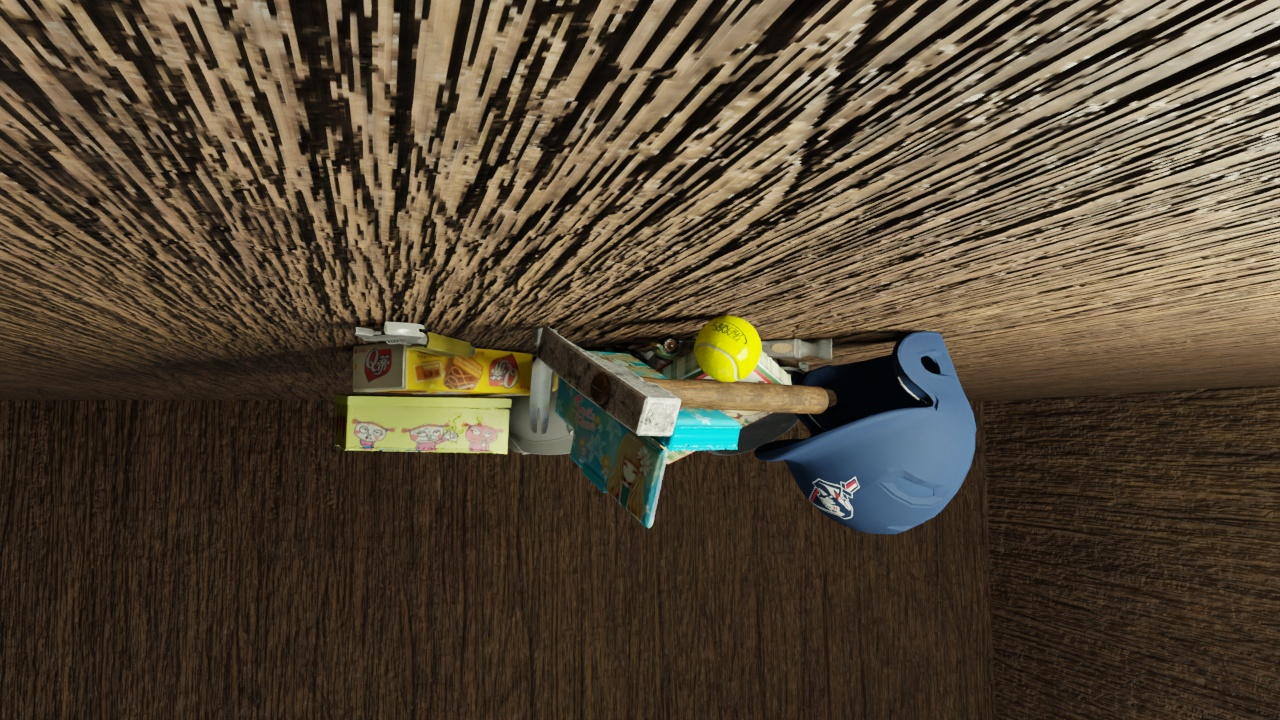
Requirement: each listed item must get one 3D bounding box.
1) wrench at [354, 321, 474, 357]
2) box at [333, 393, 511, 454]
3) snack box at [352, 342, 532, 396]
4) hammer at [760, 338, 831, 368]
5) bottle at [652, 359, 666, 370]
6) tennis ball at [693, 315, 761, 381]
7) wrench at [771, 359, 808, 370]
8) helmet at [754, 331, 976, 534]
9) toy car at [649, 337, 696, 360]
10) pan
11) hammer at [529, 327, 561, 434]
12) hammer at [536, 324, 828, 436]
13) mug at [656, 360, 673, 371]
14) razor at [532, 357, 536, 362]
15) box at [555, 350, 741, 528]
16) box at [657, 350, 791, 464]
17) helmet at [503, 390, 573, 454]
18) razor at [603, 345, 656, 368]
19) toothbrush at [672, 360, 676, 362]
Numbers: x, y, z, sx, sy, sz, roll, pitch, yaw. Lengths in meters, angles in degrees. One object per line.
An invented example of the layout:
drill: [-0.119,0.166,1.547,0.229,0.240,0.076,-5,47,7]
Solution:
wrench: [-0.244,-0.022,1.050,0.084,0.018,0.273,-1,175,11]
box: [-0.299,0.084,1.250,0.220,0.081,0.125,5,177,-24]
snack box: [-0.260,0.015,1.237,0.110,0.061,0.229,-3,175,36]
hammer: [0.208,0.001,1.293,0.119,0.030,0.331,0,175,12]
bottle: [0.009,0.020,1.388,0.051,0.051,0.146,-2,175,18]
tennis ball: [0.086,-0.012,0.910,0.065,0.065,0.065,0,176,0]
wrench: [0.193,0.002,1.413,0.073,0.018,0.272,-4,173,28]
helmet: [0.269,0.099,1.099,0.271,0.223,0.233,-5,169,-28]
toy car: [0.067,-0.005,1.110,0.112,0.047,0.047,0,179,-7]
pan: [0.074,0.081,1.233,0.356,0.055,0.188,-8,146,-24]
hammer: [-0.112,0.022,1.148,0.025,0.118,0.333,5,-179,-2]
hammer: [0.059,0.023,0.966,0.300,0.037,0.218,4,-163,-36]
mug: [0.040,0.043,1.274,0.098,0.081,0.117,-34,157,32]
razor: [-0.166,0.004,1.385,0.144,0.022,0.042,-7,-149,23]
box: [-0.005,0.081,1.006,0.097,0.121,0.227,4,-163,-35]
box: [0.071,0.049,1.095,0.206,0.049,0.117,-28,128,31]
helmet: [-0.142,0.051,1.433,0.272,0.118,0.182,6,-149,41]
razor: [-0.007,0.007,1.241,0.060,0.057,0.156,42,-168,18]
toothbrush: [0.040,0.027,1.192,0.022,0.015,0.155,-11,143,-24]
